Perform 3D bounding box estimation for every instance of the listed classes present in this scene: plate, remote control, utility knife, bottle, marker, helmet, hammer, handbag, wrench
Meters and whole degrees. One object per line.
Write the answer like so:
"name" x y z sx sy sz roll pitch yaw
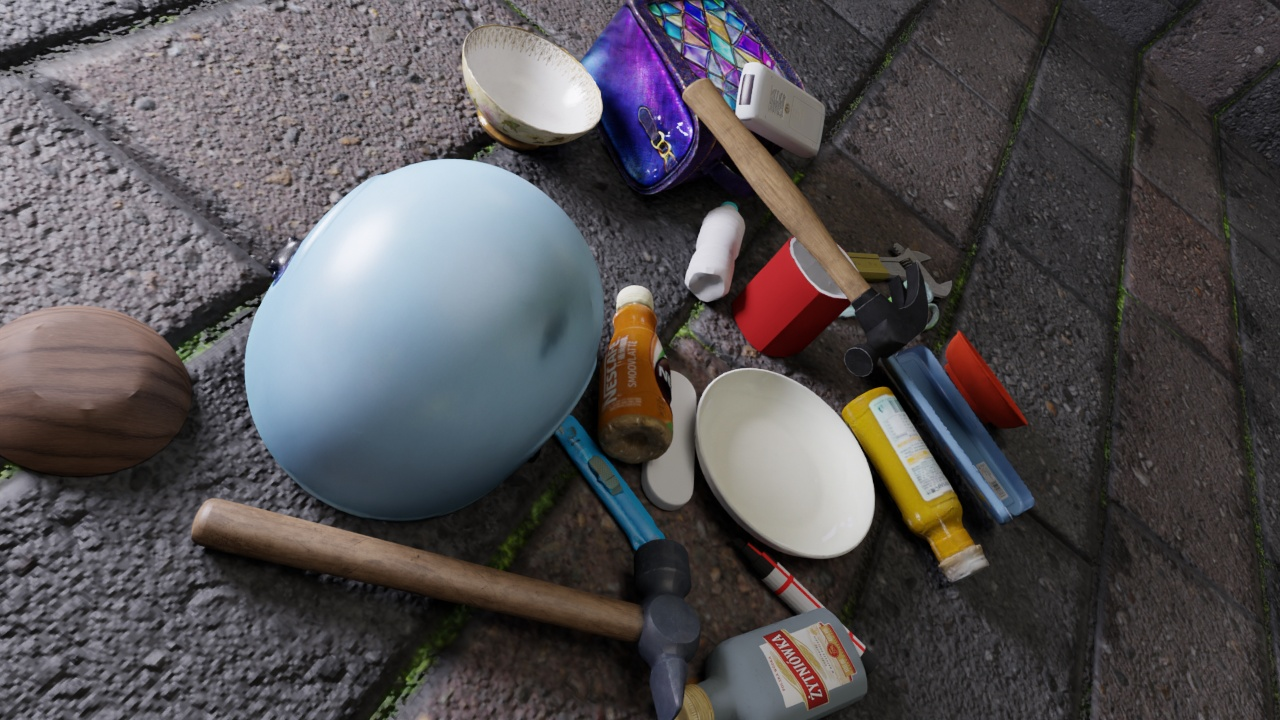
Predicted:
"plate" 0.119 0.091 0.789 0.182 0.034 0.182 19 47 -22
"remote control" 0.025 0.063 0.762 0.043 0.013 0.136 22 46 -18
"utility knife" -0.035 0.083 0.705 0.198 0.015 0.031 50 43 12
"bottle" 0.085 0.228 0.646 0.161 0.046 0.072 -5 59 -37
"bottle" 0.078 -0.115 0.923 0.044 0.044 0.135 30 44 -11
"bottle" 0.255 0.115 0.851 0.053 0.053 0.186 -8 61 -39
"remote control" 0.146 -0.255 0.943 0.138 0.025 0.060 11 88 -48
"marker" 0.128 0.191 0.725 0.145 0.019 0.019 44 43 4
"helmet" -0.134 -0.026 0.618 0.225 0.167 0.264 37 56 -12
"hammer" 0.145 -0.135 0.838 0.132 0.040 0.305 -32 82 -40
"hammer" -0.111 0.140 0.575 0.321 0.040 0.129 18 36 -16
"bottle" -0.004 0.004 0.758 0.059 0.059 0.166 20 43 -21
"handbag" 0.062 -0.271 0.977 0.204 0.126 0.222 -26 81 -45
"wrench" 0.265 -0.104 1.062 0.272 0.018 0.083 -3 59 -36

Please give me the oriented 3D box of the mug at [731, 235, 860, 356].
"mug" 0.164 -0.064 0.901 0.116 0.097 0.080 -8 61 -39

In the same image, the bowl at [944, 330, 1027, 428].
"bowl" 0.366 0.028 0.991 0.122 0.035 0.121 45 21 -23

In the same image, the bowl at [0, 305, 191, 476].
"bowl" -0.331 0.009 0.546 0.119 0.032 0.119 19 47 -22

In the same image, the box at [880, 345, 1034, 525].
"box" 0.319 0.074 0.943 0.126 0.039 0.209 -2 56 -55

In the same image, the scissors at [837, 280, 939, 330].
"scissors" 0.273 -0.059 1.027 0.173 0.033 0.065 -7 83 -29

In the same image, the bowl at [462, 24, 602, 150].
"bowl" -0.114 -0.250 0.886 0.145 0.063 0.145 19 46 -22
